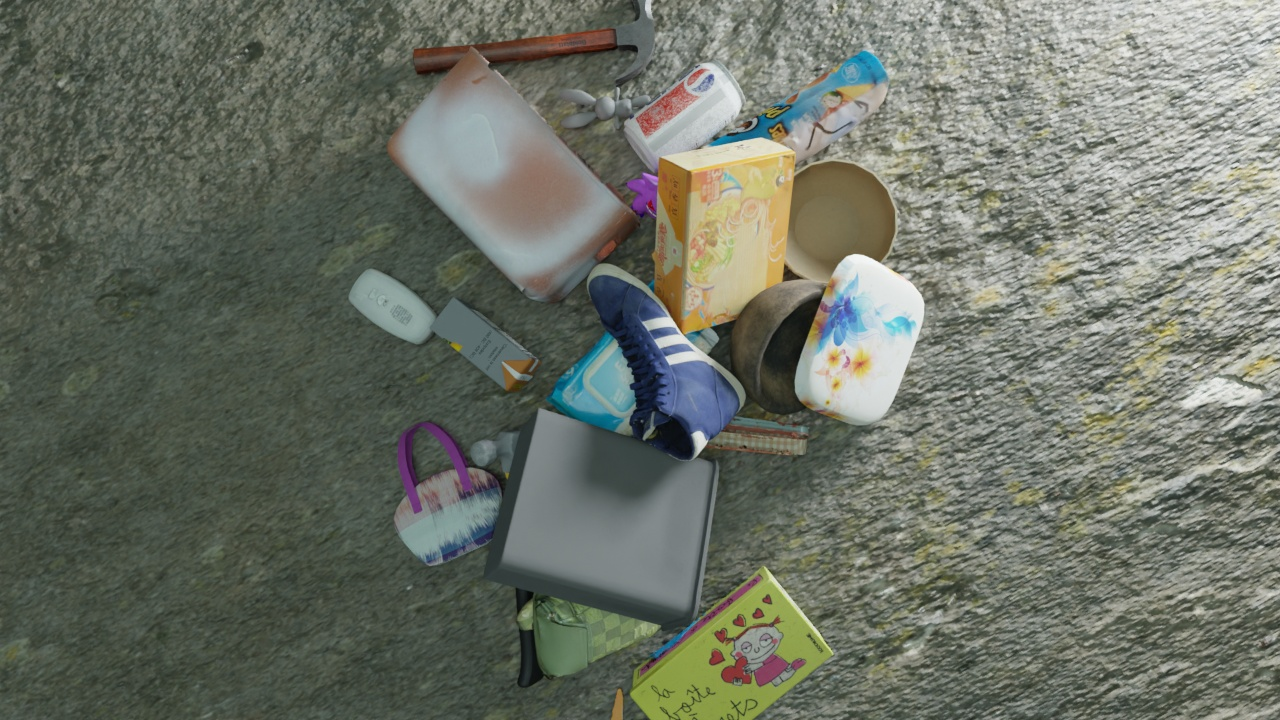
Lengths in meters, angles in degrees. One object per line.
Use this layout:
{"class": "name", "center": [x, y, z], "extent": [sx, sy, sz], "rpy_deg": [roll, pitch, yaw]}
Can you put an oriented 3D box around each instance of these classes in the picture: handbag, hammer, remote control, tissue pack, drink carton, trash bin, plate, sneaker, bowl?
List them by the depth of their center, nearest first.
{"class": "sneaker", "center": [0.001, 0.013, 1.018], "extent": [0.233, 0.092, 0.118], "rpy_deg": [44, 52, -8]}
{"class": "trash bin", "center": [-0.040, 0.177, 1.022], "extent": [0.219, 0.098, 0.191], "rpy_deg": [19, 63, -14]}
{"class": "trash bin", "center": [-0.143, -0.199, 1.061], "extent": [0.259, 0.181, 0.157], "rpy_deg": [44, 93, 0]}
{"class": "plate", "center": [0.264, -0.018, 1.074], "extent": [0.186, 0.016, 0.187], "rpy_deg": [19, 92, -41]}
{"class": "bowl", "center": [0.172, -0.022, 1.079], "extent": [0.162, 0.162, 0.070], "rpy_deg": [-53, 45, 1]}
{"class": "handbag", "center": [-0.058, 0.291, 1.100], "extent": [0.186, 0.117, 0.113], "rpy_deg": [-19, 129, -28]}
{"class": "hammer", "center": [-0.141, 0.240, 1.114], "extent": [0.029, 0.126, 0.324], "rpy_deg": [5, 103, 35]}
{"class": "bowl", "center": [0.231, -0.164, 1.116], "extent": [0.152, 0.050, 0.152], "rpy_deg": [0, 91, 1]}
{"class": "drink carton", "center": [-0.187, -0.018, 1.117], "extent": [0.125, 0.076, 0.048], "rpy_deg": [38, 91, 5]}
{"class": "tissue pack", "center": [-0.007, 0.007, 1.118], "extent": [0.117, 0.066, 0.209], "rpy_deg": [42, 90, -1]}
{"class": "handbag", "center": [-0.244, 0.157, 1.131], "extent": [0.144, 0.068, 0.170], "rpy_deg": [-24, 84, 1]}
{"class": "hammer", "center": [-0.131, -0.385, 1.133], "extent": [0.301, 0.028, 0.111], "rpy_deg": [-6, 90, 2]}
{"class": "remote control", "center": [-0.305, -0.066, 1.141], "extent": [0.114, 0.028, 0.060], "rpy_deg": [33, 91, 1]}

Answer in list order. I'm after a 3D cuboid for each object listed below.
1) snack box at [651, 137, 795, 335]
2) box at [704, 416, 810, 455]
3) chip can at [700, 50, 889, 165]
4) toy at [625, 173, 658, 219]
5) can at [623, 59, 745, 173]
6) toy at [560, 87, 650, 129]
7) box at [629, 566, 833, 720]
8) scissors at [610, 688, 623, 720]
{"class": "snack box", "center": [0.088, -0.144, 1.047], "extent": [0.144, 0.080, 0.196], "rpy_deg": [-17, 125, -28]}
{"class": "box", "center": [0.113, 0.095, 1.124], "extent": [0.187, 0.057, 0.060], "rpy_deg": [6, 131, 2]}
{"class": "chip can", "center": [0.189, -0.281, 1.105], "extent": [0.229, 0.080, 0.080], "rpy_deg": [-31, 90, 2]}
{"class": "toy", "center": [0.032, -0.196, 1.103], "extent": [0.106, 0.088, 0.056], "rpy_deg": [27, 84, 1]}
{"class": "can", "center": [0.052, -0.293, 1.105], "extent": [0.136, 0.078, 0.078], "rpy_deg": [-38, 90, 1]}
{"class": "toy", "center": [-0.043, -0.311, 1.131], "extent": [0.111, 0.030, 0.049], "rpy_deg": [-2, 105, -4]}
{"class": "box", "center": [0.106, 0.368, 1.111], "extent": [0.221, 0.082, 0.124], "rpy_deg": [-38, 90, 0]}
{"class": "scissors", "center": [-0.029, 0.473, 1.150], "extent": [0.130, 0.011, 0.125], "rpy_deg": [6, 92, -1]}
